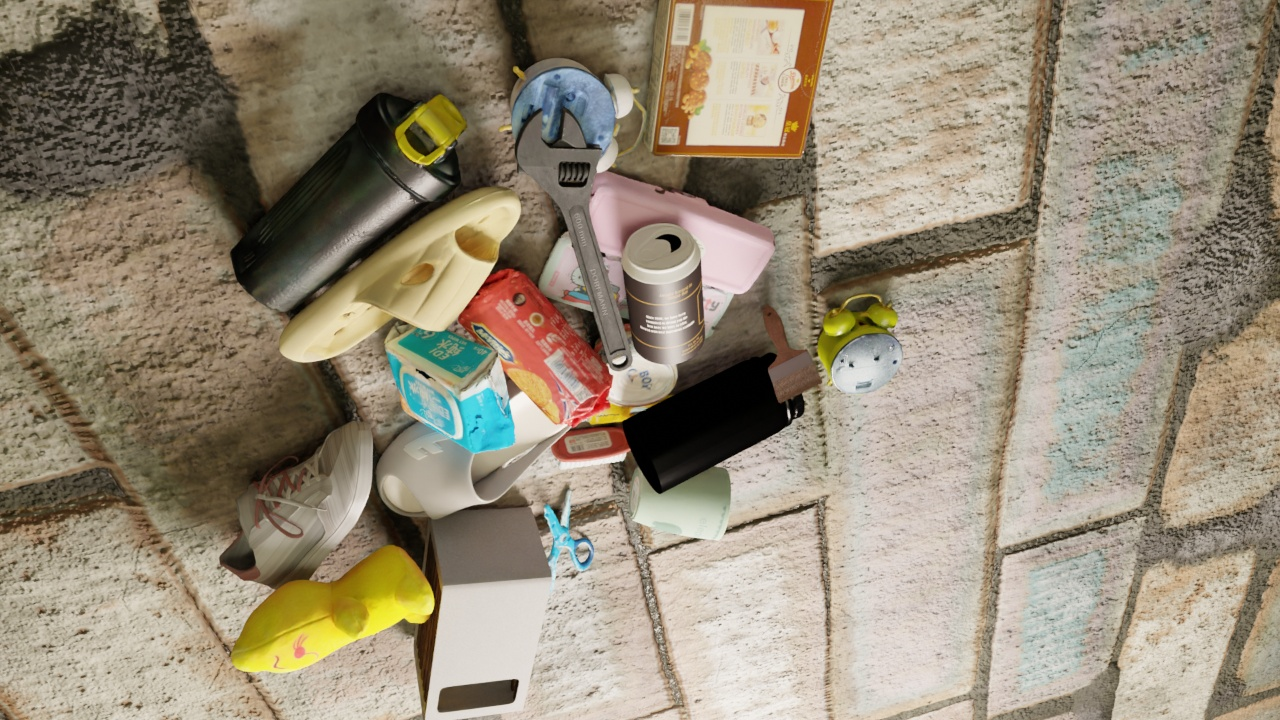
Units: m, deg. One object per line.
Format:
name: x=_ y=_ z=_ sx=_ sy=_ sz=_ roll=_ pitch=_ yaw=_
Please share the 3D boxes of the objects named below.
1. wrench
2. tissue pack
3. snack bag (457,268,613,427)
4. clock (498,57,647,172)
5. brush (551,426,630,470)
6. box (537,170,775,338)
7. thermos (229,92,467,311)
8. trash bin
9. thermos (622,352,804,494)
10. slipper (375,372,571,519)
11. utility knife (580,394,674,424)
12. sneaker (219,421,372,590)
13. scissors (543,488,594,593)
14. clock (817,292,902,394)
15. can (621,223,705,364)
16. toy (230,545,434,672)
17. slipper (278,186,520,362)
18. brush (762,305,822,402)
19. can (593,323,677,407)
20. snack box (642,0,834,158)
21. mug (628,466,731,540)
wrench: x=-0.048 y=-0.097 z=0.820 sx=0.073 sy=0.018 sz=0.273 roll=-20 pitch=127 yaw=-6
tissue pack: x=-0.179 y=0.024 z=0.864 sx=0.061 sy=0.144 sz=0.093 roll=-39 pitch=139 yaw=-37
snack bag: x=-0.097 y=-0.013 z=0.875 sx=0.082 sy=0.082 sz=0.176 roll=-37 pitch=106 yaw=11
clock: x=-0.054 y=-0.207 z=0.785 sx=0.125 sy=0.052 sz=0.089 roll=9 pitch=120 yaw=-21
brush: x=-0.015 y=0.092 z=1.017 sx=0.172 sy=0.041 sz=0.030 roll=-7 pitch=143 yaw=-14
box: x=0.016 y=-0.094 z=0.893 sx=0.201 sy=0.037 sz=0.153 roll=14 pitch=126 yaw=-24
thermos: x=-0.240 y=-0.132 z=0.761 sx=0.221 sy=0.098 sz=0.098 roll=-36 pitch=126 yaw=15
trash bin: x=-0.187 y=0.291 z=1.049 sx=0.114 sy=0.114 sz=0.229 roll=0 pitch=124 yaw=-21
thermos: x=0.088 y=0.059 z=0.975 sx=0.198 sy=0.086 sz=0.086 roll=-26 pitch=128 yaw=-13
slipper: x=-0.158 y=0.094 z=0.947 sx=0.266 sy=0.080 sz=0.113 roll=-32 pitch=129 yaw=7
utility knife: x=0.007 y=0.054 z=1.008 sx=0.159 sy=0.017 sz=0.030 roll=-4 pitch=114 yaw=-10
sneaker: x=-0.351 y=0.145 z=0.918 sx=0.089 sy=0.099 sz=0.237 roll=17 pitch=121 yaw=-39
scissors: x=-0.085 y=0.209 z=1.075 sx=0.117 sy=0.013 sz=0.140 roll=-4 pitch=107 yaw=-49
clock: x=0.238 y=-0.020 z=0.995 sx=0.083 sy=0.057 sz=0.119 roll=-8 pitch=126 yaw=-9
can: x=0.023 y=-0.059 z=0.854 sx=0.072 sy=0.071 sz=0.129 roll=-15 pitch=140 yaw=-6
toy: x=-0.310 y=0.253 z=0.929 sx=0.193 sy=0.087 sz=0.135 roll=-19 pitch=169 yaw=-14
slipper: x=-0.201 y=-0.055 z=0.810 sx=0.262 sy=0.111 sz=0.079 roll=-31 pitch=86 yaw=14
brush: x=0.143 y=-0.014 z=0.918 sx=0.045 sy=0.142 sz=0.008 roll=-27 pitch=126 yaw=14
can: x=-0.006 y=0.006 z=0.945 sx=0.086 sy=0.043 sz=0.086 roll=-5 pitch=135 yaw=-5
snack box: x=0.083 y=-0.251 z=0.799 sx=0.147 sy=0.041 sz=0.143 roll=-3 pitch=124 yaw=-14
mug: x=0.039 y=0.165 z=1.060 sx=0.104 sy=0.084 sz=0.111 roll=8 pitch=150 yaw=-9
